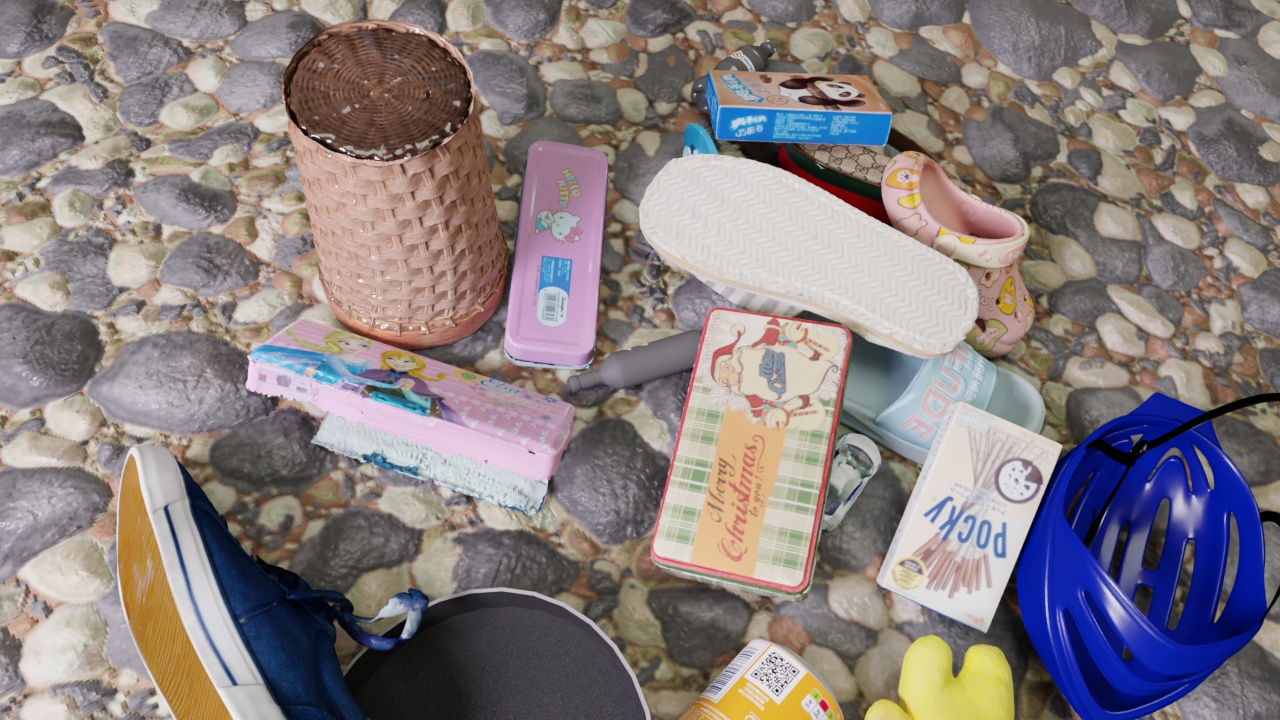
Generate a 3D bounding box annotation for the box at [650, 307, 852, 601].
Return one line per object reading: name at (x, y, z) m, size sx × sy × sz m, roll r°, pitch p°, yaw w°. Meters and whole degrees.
box at (0.085, 0.064, 0.671) m, size 0.118 × 0.050 × 0.205 m, roll 9°, pitch 69°, yaw 19°

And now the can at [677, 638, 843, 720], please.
can at (0.058, 0.251, 0.581) m, size 0.142 × 0.079 × 0.079 m, roll -40°, pitch 74°, yaw -24°

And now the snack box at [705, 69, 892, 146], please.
snack box at (0.137, -0.225, 0.815) m, size 0.151 × 0.034 × 0.087 m, roll 1°, pitch 37°, yaw -4°

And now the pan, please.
pan at (-0.034, 0.248, 0.530) m, size 0.357 × 0.034 × 0.224 m, roll -2°, pitch 58°, yaw 15°

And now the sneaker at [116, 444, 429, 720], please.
sneaker at (-0.236, 0.157, 0.580) m, size 0.127 × 0.121 × 0.294 m, roll -7°, pitch 44°, yaw -49°

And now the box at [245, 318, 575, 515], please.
box at (-0.168, 0.044, 0.682) m, size 0.230 × 0.077 × 0.084 m, roll 18°, pitch 24°, yaw 2°

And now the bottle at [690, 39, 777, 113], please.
bottle at (0.094, -0.280, 0.891) m, size 0.036 × 0.036 × 0.109 m, roll 41°, pitch 64°, yaw 14°

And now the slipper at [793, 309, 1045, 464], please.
slipper at (0.203, 0.011, 0.732) m, size 0.245 × 0.074 × 0.103 m, roll 22°, pitch 62°, yaw 5°

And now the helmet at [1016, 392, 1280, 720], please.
helmet at (0.358, 0.119, 0.608) m, size 0.148 × 0.228 × 0.241 m, roll 23°, pitch 65°, yaw 5°

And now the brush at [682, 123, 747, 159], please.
brush at (0.059, -0.153, 0.808) m, size 0.075 × 0.055 × 0.135 m, roll -10°, pitch 63°, yaw -19°

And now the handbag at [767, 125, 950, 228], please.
handbag at (0.201, -0.184, 0.851) m, size 0.166 × 0.063 × 0.138 m, roll 23°, pitch 44°, yaw 10°

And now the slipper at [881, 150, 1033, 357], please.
slipper at (0.273, -0.091, 0.750) m, size 0.197 × 0.082 × 0.093 m, roll 51°, pitch 49°, yaw -16°

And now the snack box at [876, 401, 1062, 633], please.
snack box at (0.241, 0.114, 0.676) m, size 0.082 × 0.026 × 0.150 m, roll 23°, pitch 87°, yaw 4°

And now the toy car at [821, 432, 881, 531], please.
toy car at (0.155, 0.091, 0.709) m, size 0.039 × 0.027 × 0.089 m, roll 36°, pitch 63°, yaw 13°

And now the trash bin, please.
trash bin at (-0.172, -0.120, 0.671) m, size 0.151 × 0.210 × 0.151 m, roll 3°, pitch 63°, yaw -7°

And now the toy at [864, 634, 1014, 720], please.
toy at (0.201, 0.283, 0.578) m, size 0.134 × 0.092 × 0.207 m, roll 11°, pitch 59°, yaw -6°

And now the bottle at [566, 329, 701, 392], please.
bottle at (-0.004, 0.004, 0.730) m, size 0.112 × 0.030 × 0.030 m, roll -16°, pitch 66°, yaw -16°

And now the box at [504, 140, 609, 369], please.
box at (-0.069, -0.092, 0.771) m, size 0.076 × 0.036 × 0.213 m, roll 7°, pitch 61°, yaw -9°

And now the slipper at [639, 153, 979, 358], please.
slipper at (0.129, -0.080, 0.723) m, size 0.273 × 0.054 × 0.114 m, roll 23°, pitch 81°, yaw 11°
